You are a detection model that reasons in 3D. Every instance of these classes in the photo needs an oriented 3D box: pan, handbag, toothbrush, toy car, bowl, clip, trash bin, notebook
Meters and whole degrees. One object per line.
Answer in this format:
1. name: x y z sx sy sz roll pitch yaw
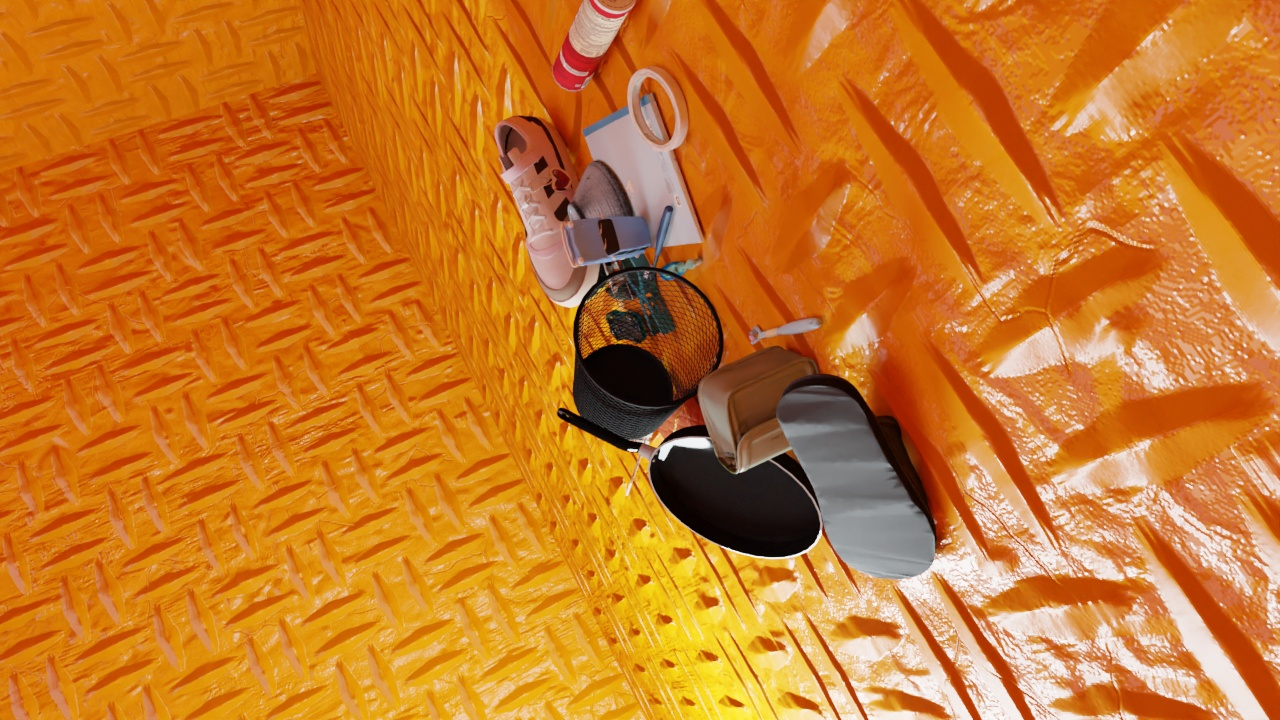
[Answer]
1. pan: 0.059 0.134 1.137 0.356 0.034 0.226 26 142 7
2. handbag: 0.135 0.051 0.977 0.067 0.121 0.106 23 132 62
3. toothbrush: 0.153 -0.033 0.981 0.155 0.016 0.022 168 115 -72
4. toothbrush: 0.050 -0.117 1.165 0.022 0.017 0.135 66 164 -5
5. toy car: -0.018 -0.054 1.400 0.105 0.032 0.048 10 122 62
6. bowl: -0.064 -0.202 1.272 0.137 0.057 0.137 56 162 28
7. clip: -0.028 -0.127 1.321 0.101 0.052 0.060 -111 15 -54
8. clip: 0.003 -0.097 1.304 0.120 0.030 0.130 29 142 59
9. toothbrush: 0.023 -0.147 1.165 0.014 0.014 0.168 47 157 15
10. trash bin: -0.008 0.007 1.202 0.184 0.183 0.211 60 161 14
11. toy car: -0.040 -0.153 1.155 0.055 0.153 0.056 -15 92 35
12. handbag: 0.088 0.138 1.321 0.172 0.060 0.109 58 157 20
13. notebook: -0.003 -0.230 1.170 0.254 0.009 0.181 12 126 68

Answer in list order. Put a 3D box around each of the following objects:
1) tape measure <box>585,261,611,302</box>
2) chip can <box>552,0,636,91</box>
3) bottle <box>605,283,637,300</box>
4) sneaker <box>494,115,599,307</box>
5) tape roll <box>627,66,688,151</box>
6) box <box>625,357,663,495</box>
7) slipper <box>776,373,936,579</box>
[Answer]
1. tape measure: -0.081 -0.134 1.406 0.071 0.072 0.042 59 169 -18
2. chip can: -0.057 -0.378 1.063 0.052 0.051 0.215 65 162 -1
3. bottle: -0.032 -0.105 1.387 0.106 0.025 0.025 14 127 67
4. sneaker: -0.145 -0.221 1.326 0.116 0.112 0.293 -4 -101 -62
5. tape roll: 0.018 -0.278 1.018 0.093 0.013 0.093 39 145 35
6. box: 0.002 0.100 1.384 0.144 0.044 0.184 103 171 -61
7. slipper: 0.219 0.103 0.897 0.109 0.083 0.266 -12 122 33
